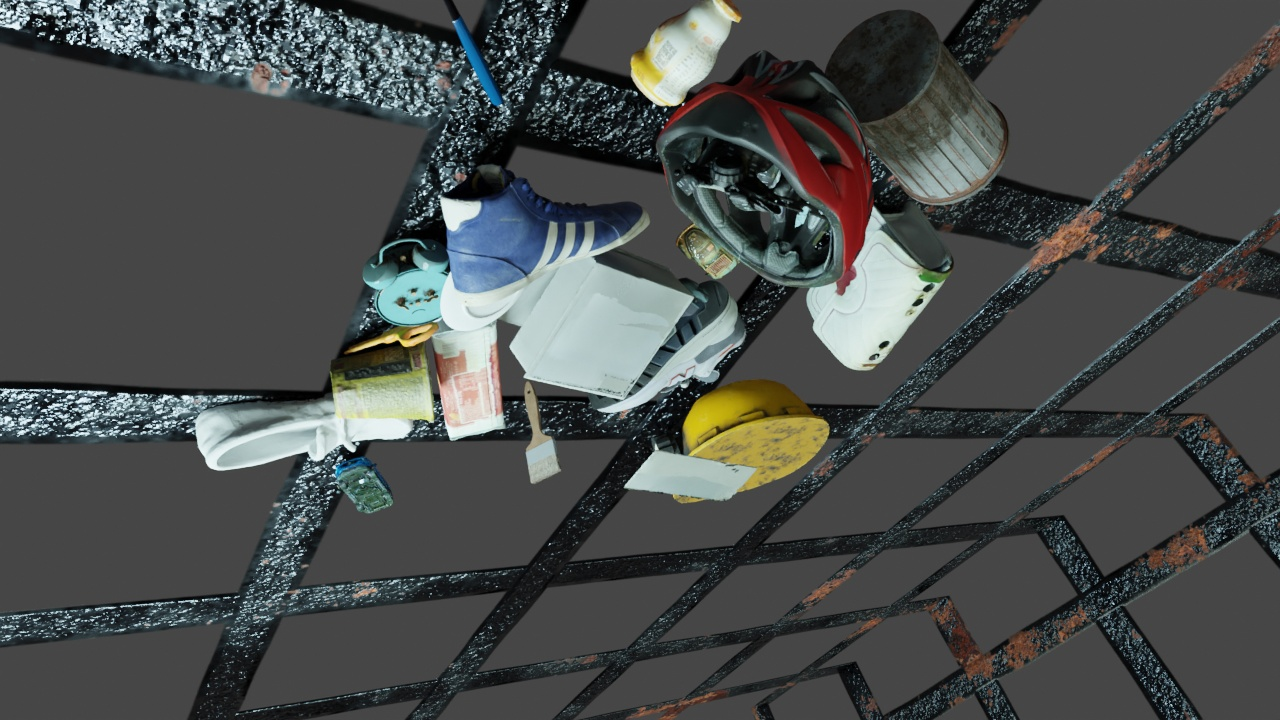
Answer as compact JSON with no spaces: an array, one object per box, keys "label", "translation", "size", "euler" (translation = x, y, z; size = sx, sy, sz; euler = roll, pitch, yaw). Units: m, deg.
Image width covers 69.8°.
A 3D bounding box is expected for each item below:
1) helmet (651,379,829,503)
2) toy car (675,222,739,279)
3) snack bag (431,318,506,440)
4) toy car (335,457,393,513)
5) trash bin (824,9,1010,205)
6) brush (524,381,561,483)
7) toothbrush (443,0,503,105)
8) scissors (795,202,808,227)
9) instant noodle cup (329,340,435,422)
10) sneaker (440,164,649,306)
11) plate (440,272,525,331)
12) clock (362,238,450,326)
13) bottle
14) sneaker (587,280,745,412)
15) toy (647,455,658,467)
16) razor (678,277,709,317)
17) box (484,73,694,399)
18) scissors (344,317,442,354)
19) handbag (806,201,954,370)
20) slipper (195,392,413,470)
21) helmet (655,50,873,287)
[{"label":"helmet","translation":[0.144,0.103,1.397],"size":[0.255,0.131,0.206],"euler":[-17,146,-8]},{"label":"toy car","translation":[0.089,-0.126,1.113],"size":[0.047,0.047,0.112],"euler":[-39,145,16]},{"label":"snack bag","translation":[-0.213,0.020,1.144],"size":[0.077,0.041,0.226],"euler":[-13,148,-15]},{"label":"toy car","translation":[-0.376,0.167,1.245],"size":[0.056,0.043,0.120],"euler":[-20,149,-6]},{"label":"trash bin","translation":[0.299,-0.260,0.978],"size":[0.131,0.130,0.211],"euler":[-39,143,23]},{"label":"brush","translation":[-0.134,0.088,1.191],"size":[0.045,0.143,0.008],"euler":[-27,147,20]},{"label":"toothbrush","translation":[-0.150,-0.277,0.777],"size":[0.014,0.014,0.168],"euler":[-54,154,-16]},{"label":"scissors","translation":[0.205,-0.166,1.164],"size":[0.135,0.015,0.136],"euler":[10,132,-33]},{"label":"instant noodle cup","translation":[-0.295,0.028,1.054],"size":[0.108,0.102,0.102],"euler":[-6,144,-14]},{"label":"sneaker","translation":[-0.101,-0.158,0.931],"size":[0.232,0.091,0.118],"euler":[-29,124,-25]},{"label":"plate","translation":[-0.160,-0.085,0.997],"size":[0.134,0.011,0.135],"euler":[-40,154,-24]},{"label":"clock","translation":[-0.240,-0.087,0.959],"size":[0.090,0.053,0.124],"euler":[-18,147,-11]},{"label":"bottle","translation":[0.043,-0.287,0.839],"size":[0.109,0.063,0.063],"euler":[-41,143,26]},{"label":"sneaker","translation":[0.050,0.002,1.235],"size":[0.240,0.088,0.124],"euler":[-39,141,17]},{"label":"toy","translation":[0.065,0.152,1.500],"size":[0.063,0.047,0.110],"euler":[12,144,-39]},{"label":"razor","translation":[0.022,-0.058,1.171],"size":[0.143,0.052,0.047],"euler":[-35,132,25]},{"label":"box","translation":[-0.100,-0.162,1.168],"size":[0.168,0.403,0.172],"euler":[16,130,-44]},{"label":"scissors","translation":[-0.279,-0.031,1.032],"size":[0.130,0.070,0.013],"euler":[-13,123,20]},{"label":"handbag","translation":[0.309,-0.096,1.209],"size":[0.096,0.141,0.199],"euler":[-3,141,-26]},{"label":"slipper","translation":[-0.395,0.084,1.101],"size":[0.246,0.074,0.112],"euler":[-6,159,-29]},{"label":"helmet","translation":[0.135,-0.180,0.930],"size":[0.166,0.217,0.272],"euler":[-54,150,-16]}]
